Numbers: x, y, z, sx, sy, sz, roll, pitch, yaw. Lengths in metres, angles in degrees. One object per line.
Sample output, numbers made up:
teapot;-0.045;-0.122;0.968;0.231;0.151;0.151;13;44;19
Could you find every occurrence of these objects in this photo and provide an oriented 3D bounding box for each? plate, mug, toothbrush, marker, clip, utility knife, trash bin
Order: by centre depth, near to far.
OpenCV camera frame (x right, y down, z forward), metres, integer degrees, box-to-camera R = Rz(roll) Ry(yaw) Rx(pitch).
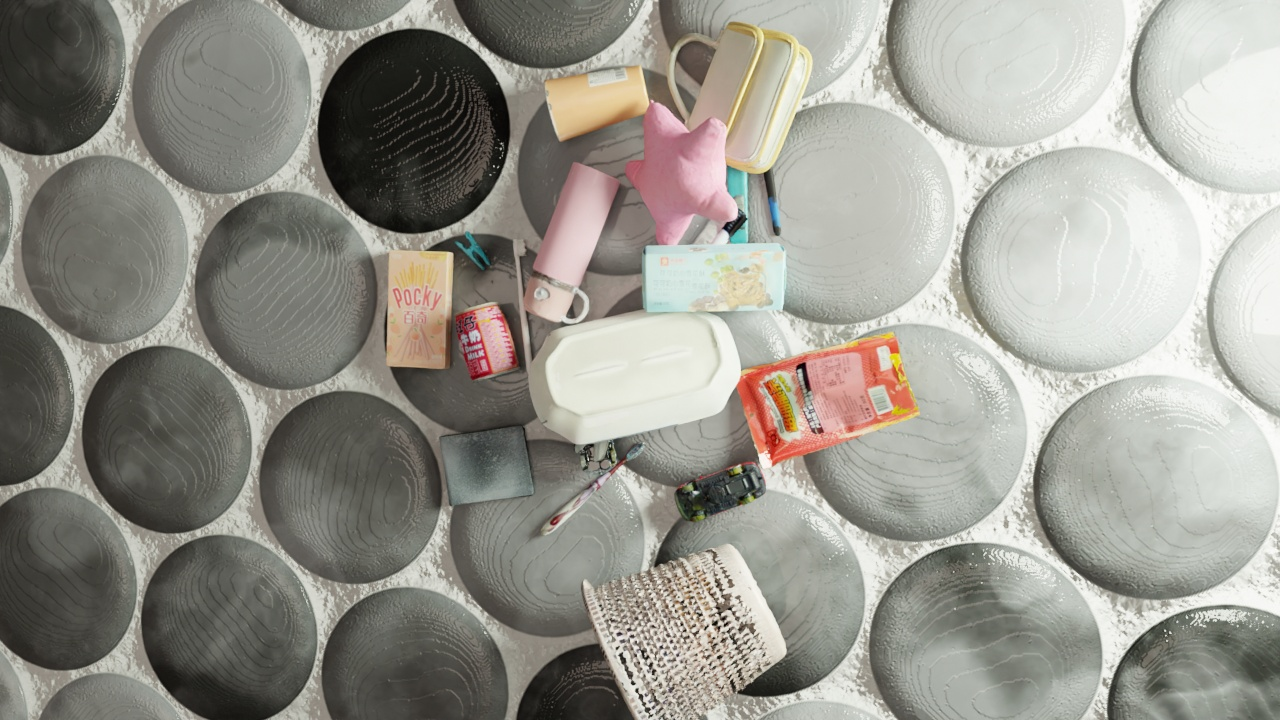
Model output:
trash bin;0.060;0.330;1.112;0.192;0.227;0.227;-27;88;-3
plate;-0.007;0.008;1.135;0.265;0.034;0.162;-12;69;-5
toothbrush;0.157;-0.250;1.150;0.014;0.016;0.189;-8;93;17
mug;-0.053;-0.329;1.154;0.123;0.078;0.078;-13;91;5
marker;0.090;-0.135;1.158;0.131;0.018;0.022;-53;40;15
utility knife;0.125;-0.190;1.160;0.029;0.013;0.209;-1;94;12
toothbrush;-0.064;0.170;1.209;0.188;0.017;0.016;-42;88;8
toothbrush;-0.152;-0.071;1.213;0.016;0.016;0.180;-5;91;4
clip;-0.221;-0.145;1.221;0.048;0.014;0.057;-40;87;7

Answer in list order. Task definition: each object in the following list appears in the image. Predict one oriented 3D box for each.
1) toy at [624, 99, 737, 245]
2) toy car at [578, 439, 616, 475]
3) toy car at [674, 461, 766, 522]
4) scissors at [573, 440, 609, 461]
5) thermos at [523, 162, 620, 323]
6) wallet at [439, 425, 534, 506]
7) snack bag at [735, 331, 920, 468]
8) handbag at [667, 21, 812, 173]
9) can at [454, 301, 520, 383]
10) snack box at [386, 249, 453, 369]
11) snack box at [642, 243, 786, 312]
toy;0.047;-0.235;1.106;0.074;0.195;0.178;-23;91;-33
toy car;-0.060;0.097;1.194;0.049;0.031;0.105;-11;81;1
toy car;0.102;0.167;1.167;0.121;0.045;0.053;-22;87;16
scissors;-0.018;0.052;1.174;0.169;0.019;0.177;6;76;3
thermos;-0.082;-0.145;1.170;0.087;0.067;0.198;22;95;11
wallet;-0.206;0.141;1.233;0.121;0.019;0.097;-8;94;9
snack bag;0.228;0.046;1.133;0.208;0.073;0.128;-19;85;15
handbag;0.102;-0.332;1.125;0.179;0.063;0.163;25;100;23
can;-0.201;-0.024;1.197;0.066;0.066;0.094;-16;90;10
snack box;-0.296;-0.068;1.231;0.084;0.026;0.157;3;94;9
snack box;0.089;-0.102;1.131;0.175;0.051;0.074;-1;110;1
